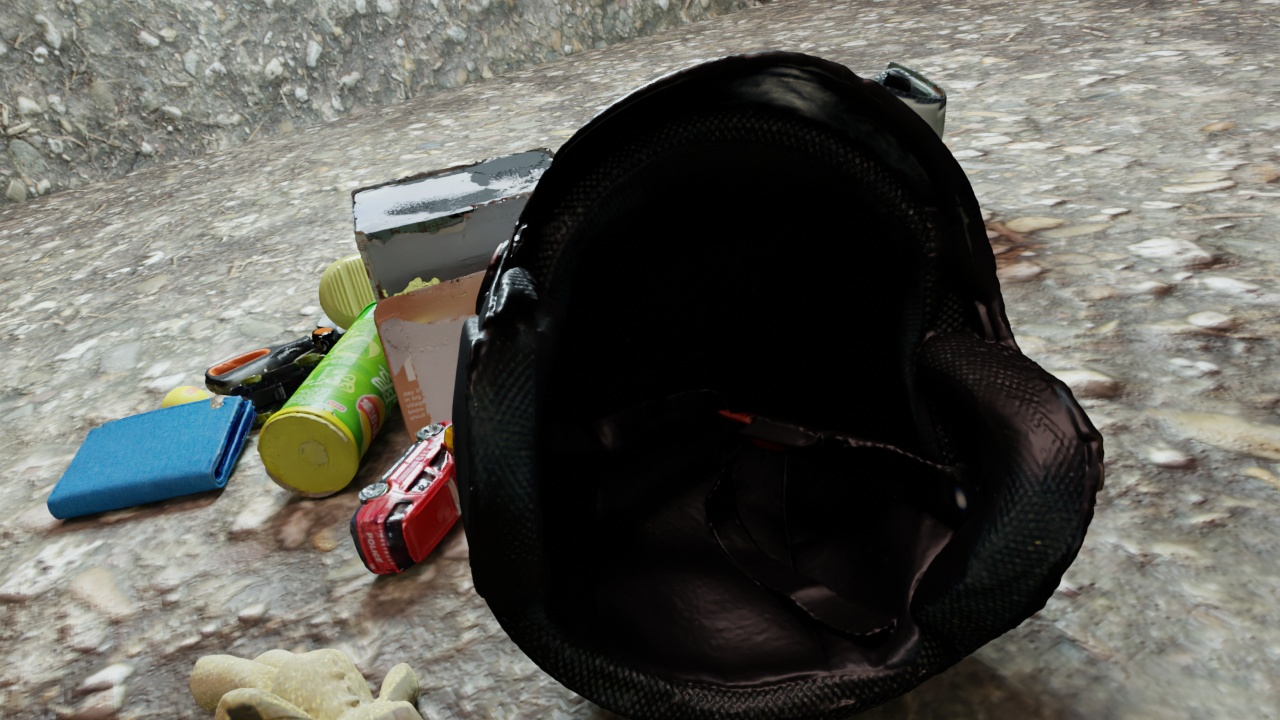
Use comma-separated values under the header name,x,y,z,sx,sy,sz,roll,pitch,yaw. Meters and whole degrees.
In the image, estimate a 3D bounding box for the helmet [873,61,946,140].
name,x,y,z,sx,sy,sz,roll,pitch,yaw
helmet,0.162,-0.188,0.903,0.274,0.157,0.229,-6,21,20

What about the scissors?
name,x,y,z,sx,sy,sz,roll,pitch,yaw
scissors,-0.318,-0.012,0.908,0.220,0.022,0.225,-24,29,-36

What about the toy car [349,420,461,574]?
name,x,y,z,sx,sy,sz,roll,pitch,yaw
toy car,-0.136,0.086,0.587,0.045,0.053,0.120,-1,30,19

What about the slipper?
name,x,y,z,sx,sy,sz,roll,pitch,yaw
slipper,-0.219,-0.069,0.895,0.190,0.091,0.082,-11,-8,-30

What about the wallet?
name,x,y,z,sx,sy,sz,roll,pitch,yaw
wallet,-0.384,0.076,0.729,0.133,0.040,0.106,-11,34,1

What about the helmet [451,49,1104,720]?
name,x,y,z,sx,sy,sz,roll,pitch,yaw
helmet,0.038,0.018,0.406,0.233,0.274,0.230,8,-3,-8

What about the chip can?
name,x,y,z,sx,sy,sz,roll,pitch,yaw
chip can,-0.227,0.019,0.738,0.072,0.073,0.220,-8,26,8

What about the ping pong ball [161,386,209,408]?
name,x,y,z,sx,sy,sz,roll,pitch,yaw
ping pong ball,-0.395,0.042,0.799,0.040,0.040,0.040,-10,25,4

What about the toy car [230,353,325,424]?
name,x,y,z,sx,sy,sz,roll,pitch,yaw
toy car,-0.304,0.024,0.794,0.090,0.042,0.035,-21,4,-6

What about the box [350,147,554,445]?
name,x,y,z,sx,sy,sz,roll,pitch,yaw
box,-0.117,-0.061,0.711,0.179,0.130,0.272,-16,55,-11

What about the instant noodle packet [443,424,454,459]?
name,x,y,z,sx,sy,sz,roll,pitch,yaw
instant noodle packet,-0.045,0.067,0.565,0.110,0.044,0.128,0,15,-39

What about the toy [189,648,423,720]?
name,x,y,z,sx,sy,sz,roll,pitch,yaw
toy,-0.153,0.166,0.425,0.157,0.066,0.105,5,-12,39
